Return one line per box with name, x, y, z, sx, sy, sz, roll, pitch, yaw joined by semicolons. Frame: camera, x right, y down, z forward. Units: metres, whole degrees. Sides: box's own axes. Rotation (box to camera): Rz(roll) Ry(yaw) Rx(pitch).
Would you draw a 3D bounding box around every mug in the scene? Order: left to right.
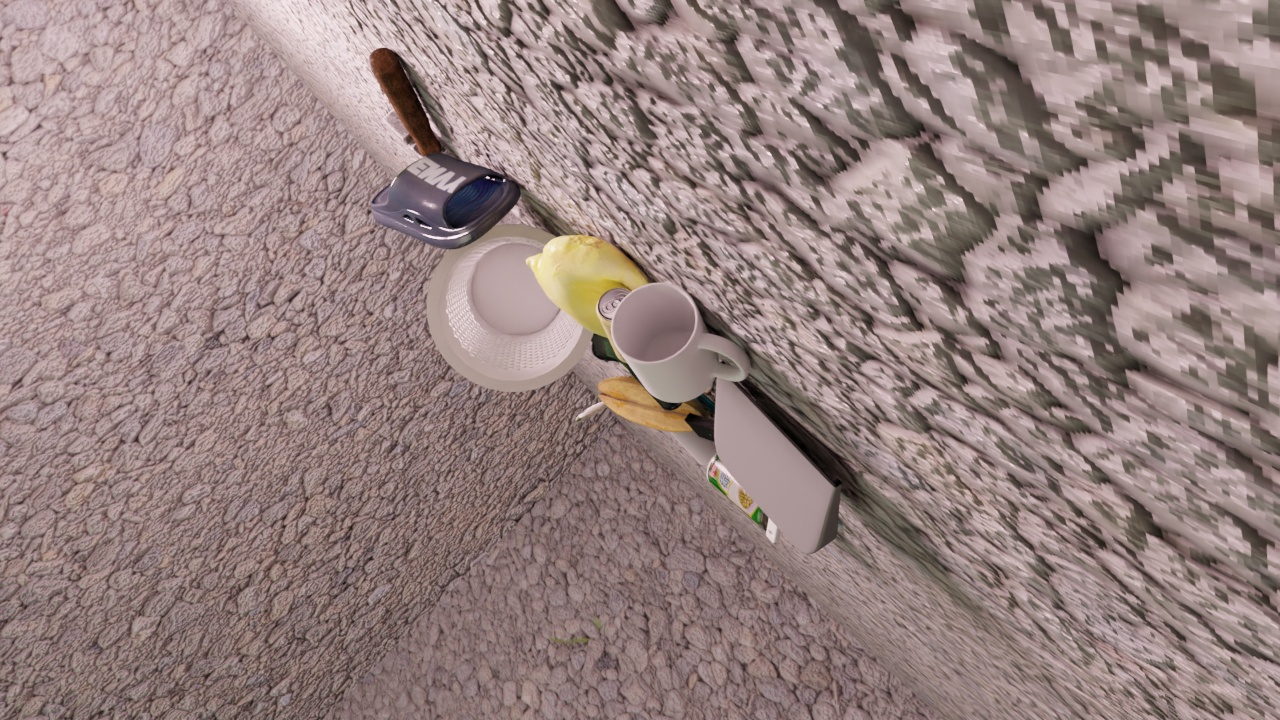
mug;0.039;-0.009;0.779;0.111;0.073;0.090;14;162;22

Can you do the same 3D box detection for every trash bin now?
trash bin;-0.157;-0.078;1.154;0.195;0.195;0.199;46;-176;-12

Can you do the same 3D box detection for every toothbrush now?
toothbrush;-0.035;0.049;1.319;0.017;0.016;0.188;49;-140;9

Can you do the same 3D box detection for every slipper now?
slipper;-0.234;-0.197;1.034;0.268;0.110;0.083;18;145;47

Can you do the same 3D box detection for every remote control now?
remote control;0.107;0.090;1.075;0.034;0.013;0.150;48;161;-31

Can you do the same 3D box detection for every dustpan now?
dustpan;0.134;0.126;0.924;0.163;0.033;0.258;48;157;31

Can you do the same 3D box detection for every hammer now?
hammer;-0.245;-0.266;1.093;0.217;0.037;0.301;45;174;3

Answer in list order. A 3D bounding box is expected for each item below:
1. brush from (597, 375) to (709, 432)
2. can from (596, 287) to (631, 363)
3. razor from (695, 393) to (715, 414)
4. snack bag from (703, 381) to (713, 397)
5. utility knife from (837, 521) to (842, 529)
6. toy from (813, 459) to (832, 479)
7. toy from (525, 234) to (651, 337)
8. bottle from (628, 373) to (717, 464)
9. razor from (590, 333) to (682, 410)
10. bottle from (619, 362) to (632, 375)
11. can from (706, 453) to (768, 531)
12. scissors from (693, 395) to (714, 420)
brush;0.019;0.056;1.229;0.196;0.043;0.059;14;112;42
can;-0.013;-0.031;0.836;0.038;0.038;0.079;42;168;28
razor;0.046;0.019;1.118;0.144;0.022;0.042;46;175;-13
snack bag;0.059;0.010;1.006;0.057;0.013;0.158;43;174;9
utility knife;0.173;0.147;1.063;0.179;0.015;0.022;39;178;-25
toy;0.162;0.112;0.920;0.049;0.030;0.112;31;169;-2
toy;-0.041;-0.070;0.890;0.155;0.064;0.170;24;163;21
bottle;0.043;0.067;1.324;0.195;0.052;0.052;47;174;-18
razor;-0.007;0.007;1.142;0.151;0.067;0.053;50;-153;13
bottle;0.002;0.004;1.223;0.041;0.041;0.116;46;174;-14
can;0.149;0.168;1.223;0.121;0.067;0.067;38;171;46
scissors;0.095;0.074;1.110;0.157;0.012;0.166;32;166;19
